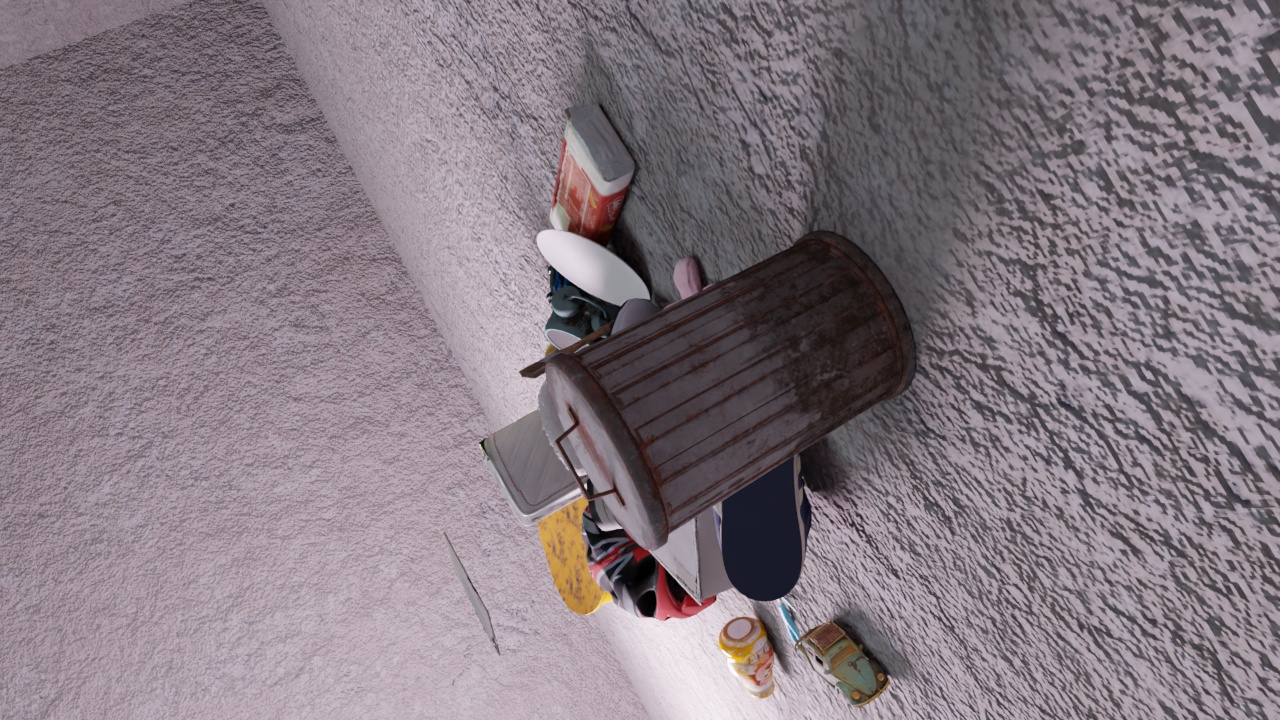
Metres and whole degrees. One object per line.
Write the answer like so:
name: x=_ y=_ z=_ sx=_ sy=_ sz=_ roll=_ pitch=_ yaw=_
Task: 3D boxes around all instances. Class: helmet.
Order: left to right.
helmet: x=-0.070 y=0.311 z=1.592 sx=0.255 sy=0.131 sz=0.206 roll=56 pitch=134 yaw=42
helmet: x=0.011 y=0.246 z=1.226 sx=0.217 sy=0.167 sz=0.272 roll=61 pitch=177 yaw=14

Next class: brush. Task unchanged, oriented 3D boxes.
brush: x=-0.065 y=-0.018 z=0.998 sx=0.045 sy=0.142 sz=0.008 roll=2 pitch=121 yaw=63

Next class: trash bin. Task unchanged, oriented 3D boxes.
trash bin: x=0.048 y=0.018 z=0.574 sx=0.130 sy=0.210 sz=0.131 roll=55 pitch=163 yaw=25

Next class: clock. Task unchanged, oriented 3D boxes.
clock: x=-0.068 y=-0.044 z=1.088 sx=0.090 sy=0.053 sz=0.124 roll=25 pitch=160 yaw=0

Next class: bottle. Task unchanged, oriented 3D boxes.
bottle: x=0.141 y=0.382 z=1.175 sx=0.063 sy=0.063 sz=0.108 roll=32 pitch=147 yaw=61

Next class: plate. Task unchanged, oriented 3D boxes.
plate: x=-0.047 y=-0.098 z=0.958 sx=0.134 sy=0.011 sz=0.135 roll=27 pitch=163 yaw=9

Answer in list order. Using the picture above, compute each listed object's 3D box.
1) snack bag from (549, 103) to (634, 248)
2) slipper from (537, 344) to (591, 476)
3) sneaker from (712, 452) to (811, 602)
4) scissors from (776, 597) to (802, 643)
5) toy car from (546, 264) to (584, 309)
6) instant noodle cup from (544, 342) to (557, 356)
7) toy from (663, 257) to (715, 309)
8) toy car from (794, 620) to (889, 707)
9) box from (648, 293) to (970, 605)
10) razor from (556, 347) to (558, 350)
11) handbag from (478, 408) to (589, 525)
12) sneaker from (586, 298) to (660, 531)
snack bag: x=-0.053 y=-0.165 z=0.909 sx=0.077 sy=0.041 sz=0.226 roll=59 pitch=163 yaw=8
slipper: x=-0.046 y=0.043 z=0.962 sx=0.112 sy=0.075 sz=0.246 roll=46 pitch=-159 yaw=-9
sneaker: x=0.100 y=0.077 z=0.780 sx=0.118 sy=0.091 sz=0.233 roll=14 pitch=-116 yaw=-74
scissors: x=0.150 y=0.268 z=1.046 sx=0.135 sy=0.015 sz=0.135 roll=63 pitch=173 yaw=-19
toy car: x=-0.094 y=-0.078 z=1.163 sx=0.120 sy=0.043 sz=0.056 roll=83 pitch=-175 yaw=-58
instant noodle cup: x=-0.079 y=0.025 z=1.224 sx=0.102 sy=0.102 sz=0.108 roll=95 pitch=153 yaw=-63
toy: x=0.044 y=-0.036 z=0.809 sx=0.063 sy=0.047 sz=0.110 roll=62 pitch=150 yaw=35
toy car: x=0.187 y=0.282 z=0.884 sx=0.112 sy=0.047 sz=0.047 roll=32 pitch=152 yaw=60
box: x=0.175 y=0.079 z=1.036 sx=0.169 sy=0.403 sz=0.172 roll=36 pitch=150 yaw=59
razor: x=-0.056 y=0.013 z=1.154 sx=0.143 sy=0.052 sz=0.047 roll=36 pitch=144 yaw=26
handbag: x=-0.118 y=0.132 z=1.324 sx=0.142 sy=0.198 sz=0.096 roll=58 pitch=166 yaw=17
sneaker: x=0.031 y=0.046 z=0.869 sx=0.089 sy=0.124 sz=0.239 roll=46 pitch=-133 yaw=-53
